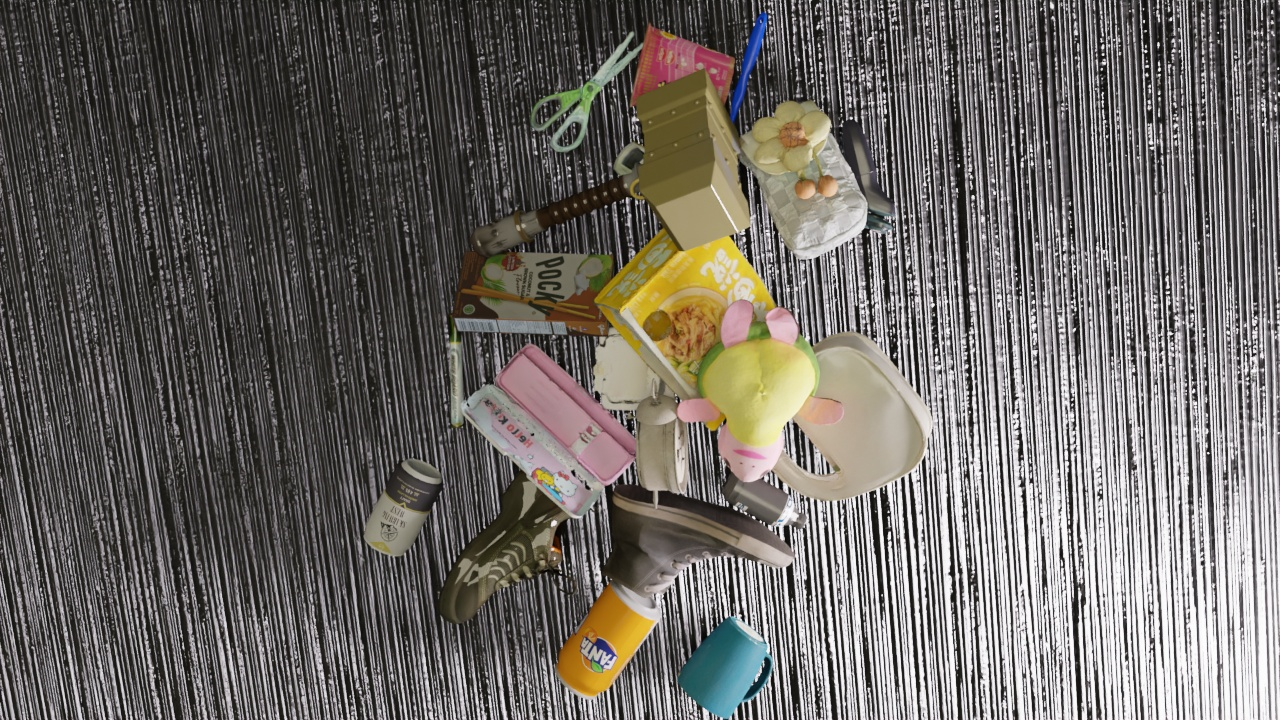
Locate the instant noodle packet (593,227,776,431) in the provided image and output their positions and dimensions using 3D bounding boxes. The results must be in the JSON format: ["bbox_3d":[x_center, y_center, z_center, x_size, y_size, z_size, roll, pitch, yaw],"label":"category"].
[{"bbox_3d":[0.078,-0.043,1.092,0.162,0.084,0.221,-47,114,-14],"label":"instant noodle packet"}]

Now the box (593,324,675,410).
[{"bbox_3d":[-0.007,0.007,1.133,0.102,0.076,0.107,-1,94,3],"label":"box"}]

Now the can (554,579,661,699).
[{"bbox_3d":[-0.042,0.354,1.170,0.079,0.079,0.142,35,97,-1],"label":"can"}]

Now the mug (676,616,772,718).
[{"bbox_3d":[0.120,0.391,1.172,0.112,0.084,0.104,33,92,-29],"label":"mug"}]

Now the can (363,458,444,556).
[{"bbox_3d":[-0.306,0.193,1.177,0.064,0.064,0.127,29,97,0],"label":"can"}]

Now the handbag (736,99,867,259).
[{"bbox_3d":[0.192,-0.211,1.069,0.112,0.123,0.171,-26,83,5],"label":"handbag"}]

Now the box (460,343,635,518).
[{"bbox_3d":[-0.112,0.089,1.145,0.201,0.073,0.149,43,66,2],"label":"box"}]

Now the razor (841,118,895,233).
[{"bbox_3d":[0.271,-0.221,1.107,0.052,0.047,0.143,-13,92,16],"label":"razor"}]

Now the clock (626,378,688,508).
[{"bbox_3d":[0.020,0.090,1.094,0.061,0.103,0.157,-2,121,11],"label":"clock"}]

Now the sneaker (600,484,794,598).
[{"bbox_3d":[0.069,0.243,1.146,0.235,0.095,0.120,13,99,0],"label":"sneaker"}]

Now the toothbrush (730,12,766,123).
[{"bbox_3d":[0.121,-0.333,1.115,0.016,0.018,0.182,20,98,26],"label":"toothbrush"}]

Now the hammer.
[{"bbox_3d":[-0.051,-0.187,1.051,0.325,0.189,0.101,-18,140,20],"label":"hammer"}]

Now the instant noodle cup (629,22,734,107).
[{"bbox_3d":[0.051,-0.337,1.086,0.108,0.097,0.098,12,97,-6],"label":"instant noodle cup"}]

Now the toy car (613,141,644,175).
[{"bbox_3d":[0.017,-0.224,1.127,0.105,0.033,0.048,37,95,-2],"label":"toy car"}]

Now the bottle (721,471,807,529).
[{"bbox_3d":[0.157,0.178,1.155,0.112,0.047,0.047,29,97,0],"label":"bottle"}]

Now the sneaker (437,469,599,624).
[{"bbox_3d":[-0.140,0.251,1.156,0.143,0.101,0.238,35,91,6],"label":"sneaker"}]

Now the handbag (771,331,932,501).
[{"bbox_3d":[0.240,0.077,1.129,0.200,0.092,0.200,-35,94,27],"label":"handbag"}]

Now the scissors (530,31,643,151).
[{"bbox_3d":[-0.065,-0.340,1.129,0.078,0.032,0.175,41,93,1],"label":"scissors"}]

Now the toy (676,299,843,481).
[{"bbox_3d":[0.136,0.039,1.063,0.190,0.087,0.238,-3,121,0],"label":"toy"}]

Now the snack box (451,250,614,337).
[{"bbox_3d":[-0.129,-0.083,1.124,0.186,0.032,0.100,2,59,3],"label":"snack box"}]

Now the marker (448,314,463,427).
[{"bbox_3d":[-0.236,0.013,1.177,0.017,0.017,0.146,0,96,3],"label":"marker"}]
